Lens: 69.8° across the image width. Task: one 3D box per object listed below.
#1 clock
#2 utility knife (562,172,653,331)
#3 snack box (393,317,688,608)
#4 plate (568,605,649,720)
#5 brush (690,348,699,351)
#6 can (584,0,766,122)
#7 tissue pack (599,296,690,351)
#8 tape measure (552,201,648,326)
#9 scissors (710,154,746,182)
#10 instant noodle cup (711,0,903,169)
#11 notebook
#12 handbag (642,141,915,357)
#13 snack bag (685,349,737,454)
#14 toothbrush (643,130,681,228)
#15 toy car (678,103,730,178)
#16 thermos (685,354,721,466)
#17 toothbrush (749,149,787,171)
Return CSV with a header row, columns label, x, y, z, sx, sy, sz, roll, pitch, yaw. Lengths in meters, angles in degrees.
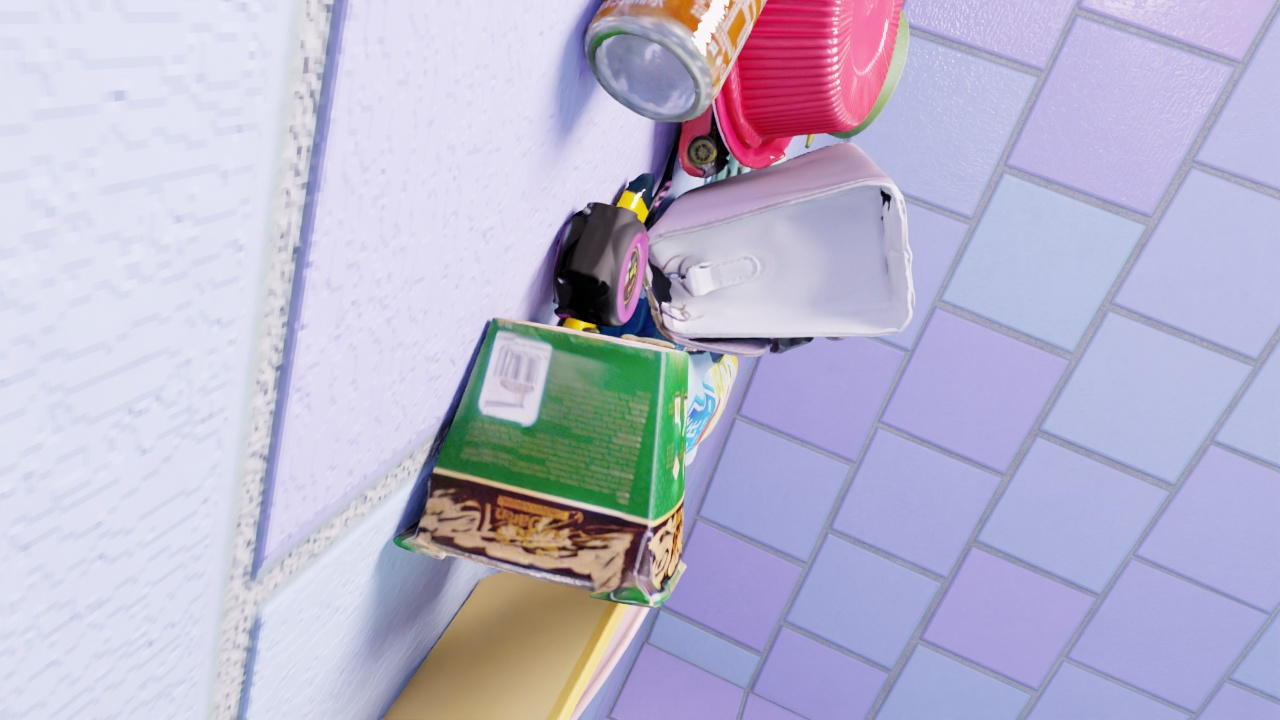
label,x,y,z,sx,sy,sz,roll,pitch,yaw
clock,0.171,-0.269,0.792,0.116,0.056,0.161,135,-38,-52
utility knife,-0.029,-0.034,0.506,0.154,0.015,0.033,-65,164,-6
snack box,-0.031,0.037,0.419,0.117,0.118,0.105,-3,103,-80
plate,-0.065,0.181,0.550,0.229,0.028,0.229,-48,-175,5
brush,0.042,-0.032,0.763,0.145,0.063,0.073,-63,180,-29
can,0.032,-0.172,0.384,0.058,0.058,0.147,90,25,-68
tissue pack,-0.004,0.004,0.626,0.157,0.052,0.095,1,110,-80
tape measure,-0.021,-0.046,0.449,0.058,0.039,0.057,80,25,-61
scissors,0.090,-0.189,0.800,0.173,0.019,0.178,93,21,-61
instant noodle cup,0.105,-0.206,0.534,0.193,0.066,0.194,-37,134,-52
notebook,-0.077,0.161,0.447,0.146,0.010,0.205,-25,-163,32
handbag,0.082,-0.071,0.572,0.196,0.145,0.098,-68,151,-70
snack bag,0.024,0.037,0.586,0.110,0.039,0.190,-58,172,14
toothbrush,0.008,-0.092,0.571,0.189,0.018,0.014,-63,177,-16
toy car,0.042,-0.163,0.544,0.049,0.031,0.106,-41,142,-60
thermos,0.048,0.016,0.918,0.070,0.070,0.221,-57,166,-46
toothbrush,0.090,-0.133,0.794,0.223,0.027,0.026,-59,138,-49
